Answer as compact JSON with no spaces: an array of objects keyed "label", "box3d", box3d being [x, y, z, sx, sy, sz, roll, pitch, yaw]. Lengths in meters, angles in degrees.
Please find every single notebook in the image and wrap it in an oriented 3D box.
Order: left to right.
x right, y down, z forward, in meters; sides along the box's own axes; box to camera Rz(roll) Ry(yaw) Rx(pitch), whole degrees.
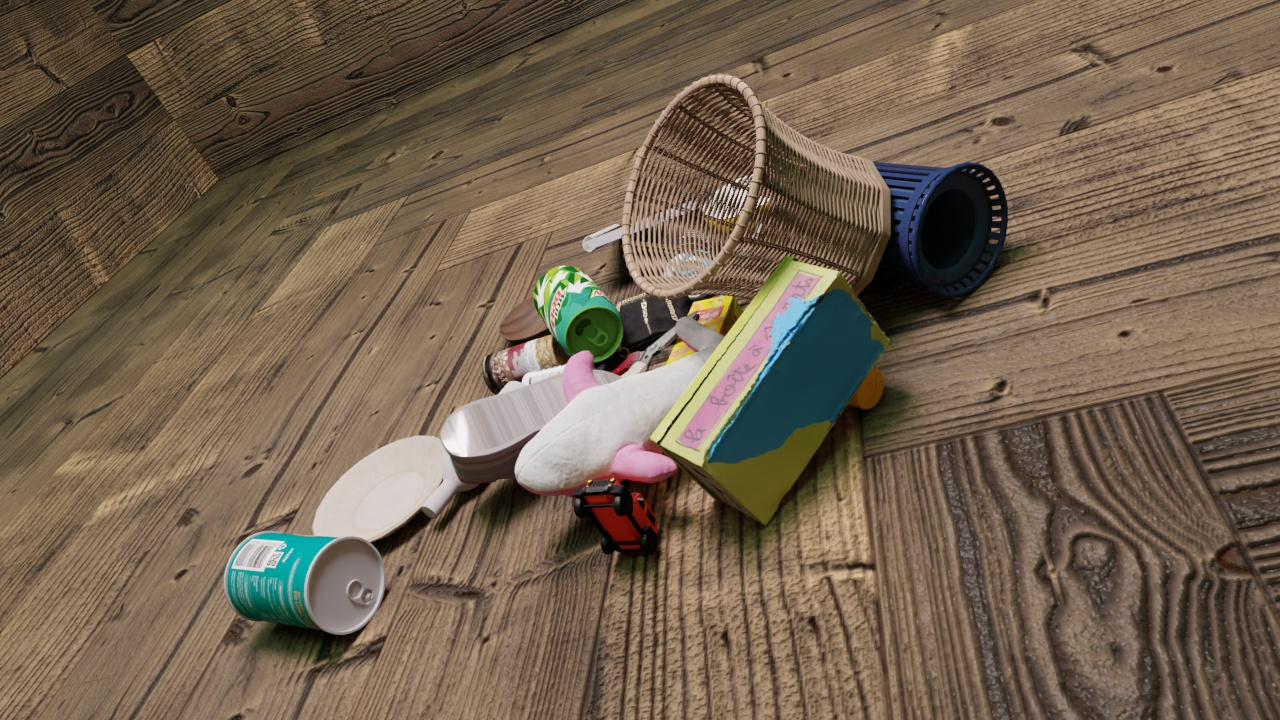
[{"label":"notebook","box3d":[0.014,-0.208,1.357,0.172,0.022,0.208,-19,9,14]}]

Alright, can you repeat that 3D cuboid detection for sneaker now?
[{"label":"sneaker","box3d":[-0.107,0.084,1.036,0.235,0.090,0.099,-12,54,-18]}]

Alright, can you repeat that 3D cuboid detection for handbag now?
[{"label":"handbag","box3d":[0.014,-0.046,1.169,0.129,0.054,0.079,-18,43,11]}]

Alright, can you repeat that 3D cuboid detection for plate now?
[{"label":"plate","box3d":[-0.313,0.166,1.127,0.189,0.027,0.188,-20,31,13]}]

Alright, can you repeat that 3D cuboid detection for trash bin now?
[{"label":"trash bin","box3d":[0.268,-0.162,1.046,0.139,0.139,0.250,-39,31,-17]}]

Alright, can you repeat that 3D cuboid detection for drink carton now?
[{"label":"drink carton","box3d":[0.076,-0.022,1.081,0.059,0.043,0.134,-10,35,30]}]

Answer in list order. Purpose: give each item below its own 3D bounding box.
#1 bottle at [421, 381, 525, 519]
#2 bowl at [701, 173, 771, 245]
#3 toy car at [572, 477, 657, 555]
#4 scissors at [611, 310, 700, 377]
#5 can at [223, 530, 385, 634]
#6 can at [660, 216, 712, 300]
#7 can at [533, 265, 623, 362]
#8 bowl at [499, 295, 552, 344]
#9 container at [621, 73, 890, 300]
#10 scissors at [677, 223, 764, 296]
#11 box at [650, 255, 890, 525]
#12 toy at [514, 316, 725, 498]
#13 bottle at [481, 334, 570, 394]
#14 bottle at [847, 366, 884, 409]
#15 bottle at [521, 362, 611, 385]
[{"label":"bottle","box3d":[-0.192,0.108,1.092,0.053,0.052,0.194,0,41,39]},{"label":"bowl","box3d":[0.150,-0.199,1.262,0.117,0.068,0.117,-21,32,13]},{"label":"toy car","box3d":[-0.020,0.143,0.854,0.051,0.100,0.048,-7,42,27]},{"label":"scissors","box3d":[-0.009,0.005,1.091,0.188,0.015,0.140,-54,28,-17]},{"label":"can","box3d":[-0.362,0.237,0.989,0.144,0.099,0.099,-4,38,34]},{"label":"can","box3d":[0.065,-0.139,1.236,0.072,0.072,0.128,-21,31,12]},{"label":"can","box3d":[-0.079,-0.059,1.158,0.083,0.083,0.144,-31,32,-5]},{"label":"bowl","box3d":[-0.142,-0.055,1.316,0.119,0.032,0.119,-20,31,13]},{"label":"container","box3d":[0.122,-0.153,0.957,0.228,0.196,0.226,-26,58,51]},{"label":"scissors","box3d":[0.114,-0.105,1.135,0.139,0.118,0.015,-14,-7,28]},{"label":"box","box3d":[0.124,0.026,0.848,0.079,0.124,0.220,22,74,50]},{"label":"toy","box3d":[-0.004,0.069,0.946,0.265,0.128,0.186,-30,54,-11]},{"label":"bottle","box3d":[-0.150,0.005,1.209,0.105,0.056,0.056,-17,32,18]},{"label":"bottle","box3d":[0.179,0.014,0.944,0.043,0.043,0.144,-43,34,-23]},{"label":"bottle","box3d":[-0.091,0.025,1.146,0.116,0.041,0.041,-13,34,24]}]
